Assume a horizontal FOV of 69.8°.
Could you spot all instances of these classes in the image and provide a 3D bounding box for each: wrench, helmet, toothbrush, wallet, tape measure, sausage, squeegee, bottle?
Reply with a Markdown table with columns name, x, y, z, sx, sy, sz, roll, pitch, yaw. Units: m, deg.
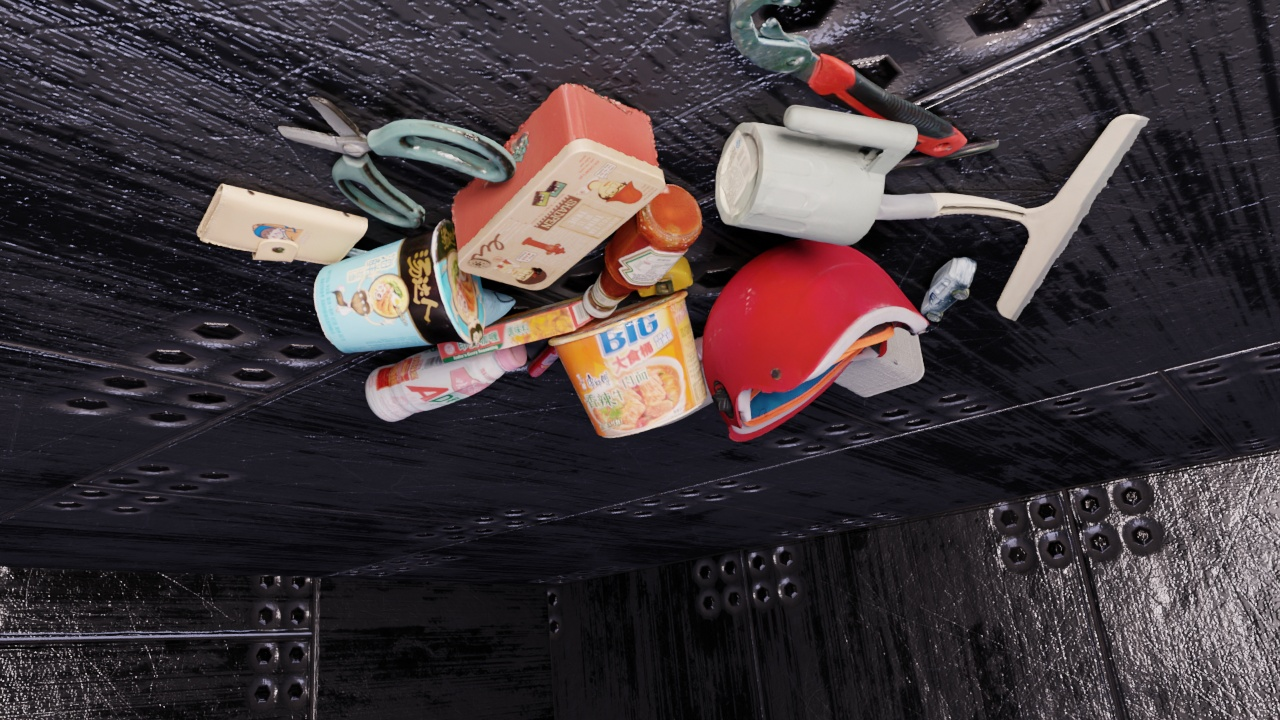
| name | x | y | z | sx | sy | sz | roll | pitch | yaw |
| --- | --- | --- | --- | --- | --- | --- | --- | --- | --- |
| wrench | 0.153 | -0.194 | 0.650 | 0.056 | 0.016 | 0.273 | -22 | 154 | 40 |
| helmet | 0.144 | -0.028 | 0.902 | 0.206 | 0.144 | 0.241 | -24 | 165 | -27 |
| toothbrush | 0.205 | -0.158 | 0.766 | 0.181 | 0.018 | 0.015 | -12 | 157 | 13 |
| wallet | -0.297 | -0.106 | 0.759 | 0.115 | 0.024 | 0.087 | 8 | 155 | -37 |
| tape measure | 0.021 | -0.082 | 0.906 | 0.060 | 0.028 | 0.057 | -10 | 159 | 10 |
| sausage | -0.104 | -0.011 | 1.087 | 0.020 | 0.020 | 0.156 | 4 | 158 | -25 |
| squeegee | 0.266 | -0.133 | 0.818 | 0.246 | 0.039 | 0.247 | 2 | 142 | -5 |
| bottle | -0.008 | -0.089 | 0.835 | 0.059 | 0.059 | 0.207 | 2 | 162 | -20 |
| bottle | -0.223 | 0.015 | 1.063 | 0.197 | 0.068 | 0.068 | -18 | 157 | 21 |

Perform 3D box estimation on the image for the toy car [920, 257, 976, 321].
| name | x | y | z | sx | sy | sz | roll | pitch | yaw |
| --- | --- | --- | --- | --- | --- | --- | --- | --- | --- |
| toy car | 0.329 | -0.077 | 0.988 | 0.034 | 0.042 | 0.091 | 24 | 154 | -1 |

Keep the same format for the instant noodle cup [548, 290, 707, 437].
| name | x | y | z | sx | sy | sz | roll | pitch | yaw |
| --- | --- | --- | --- | --- | --- | --- | --- | --- | --- |
| instant noodle cup | -0.006 | 0.005 | 0.935 | 0.151 | 0.111 | 0.151 | -19 | -172 | 2 |

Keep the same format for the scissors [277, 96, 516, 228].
| name | x | y | z | sx | sy | sz | roll | pitch | yaw |
| --- | --- | --- | --- | --- | --- | --- | --- | --- | --- |
| scissors | -0.170 | -0.137 | 0.676 | 0.174 | 0.019 | 0.170 | 8 | 163 | 3 |

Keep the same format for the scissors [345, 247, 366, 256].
| name | x | y | z | sx | sy | sz | roll | pitch | yaw |
| --- | --- | --- | --- | --- | --- | --- | --- | --- | --- |
| scissors | -0.227 | -0.091 | 0.837 | 0.135 | 0.017 | 0.063 | 15 | 156 | -37 |

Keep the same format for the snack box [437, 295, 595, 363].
| name | x | y | z | sx | sy | sz | roll | pitch | yaw |
| --- | --- | --- | --- | --- | --- | --- | --- | --- | --- |
| snack box | -0.126 | -0.033 | 0.955 | 0.156 | 0.027 | 0.076 | -13 | -170 | 21 |

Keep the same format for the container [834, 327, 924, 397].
| name | x | y | z | sx | sy | sz | roll | pitch | yaw |
| --- | --- | --- | --- | --- | --- | --- | --- | --- | --- |
| container | 0.255 | -0.020 | 1.061 | 0.090 | 0.090 | 0.114 | -23 | 151 | 39 |

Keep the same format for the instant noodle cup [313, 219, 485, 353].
| name | x | y | z | sx | sy | sz | roll | pitch | yaw |
| --- | --- | --- | --- | --- | --- | --- | --- | --- | --- |
| instant noodle cup | -0.210 | -0.054 | 0.794 | 0.120 | 0.111 | 0.111 | -12 | 160 | 8 |

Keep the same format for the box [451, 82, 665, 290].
| name | x | y | z | sx | sy | sz | roll | pitch | yaw |
| --- | --- | --- | --- | --- | --- | --- | --- | --- | --- |
| box | -0.066 | -0.131 | 0.694 | 0.091 | 0.079 | 0.169 | 12 | 148 | -39 |

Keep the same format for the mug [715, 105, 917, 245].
| name | x | y | z | sx | sy | sz | roll | pitch | yaw |
| --- | --- | --- | --- | --- | --- | --- | --- | --- | --- |
| mug | 0.128 | -0.144 | 0.688 | 0.103 | 0.083 | 0.124 | 4 | 155 | -21 |

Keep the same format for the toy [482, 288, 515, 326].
| name | x | y | z | sx | sy | sz | roll | pitch | yaw |
| --- | --- | --- | --- | --- | --- | --- | --- | --- | --- |
| toy | -0.209 | -0.044 | 0.912 | 0.161 | 0.050 | 0.156 | -11 | 179 | -26 |

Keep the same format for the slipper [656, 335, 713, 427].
| name | x | y | z | sx | sy | sz | roll | pitch | yaw |
| --- | --- | --- | --- | --- | --- | --- | --- | --- | --- |
| slipper | 0.085 | 0.006 | 1.122 | 0.114 | 0.054 | 0.275 | 3 | 149 | -43 |
